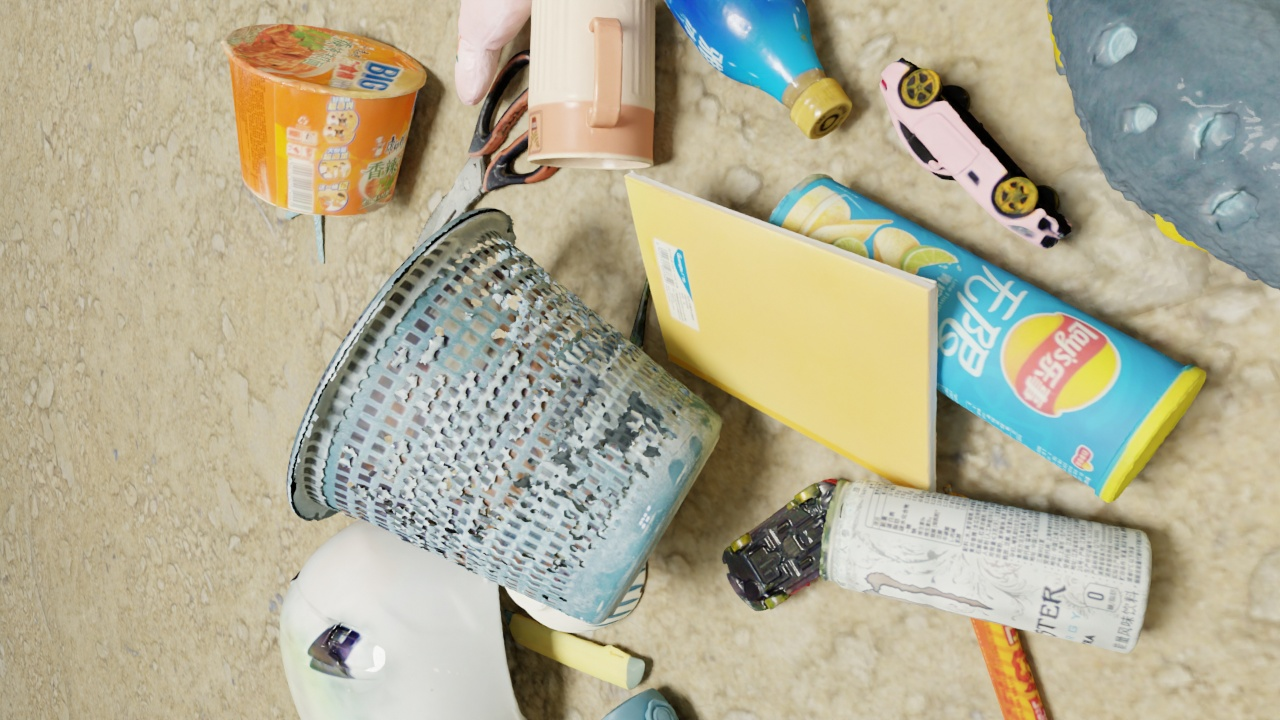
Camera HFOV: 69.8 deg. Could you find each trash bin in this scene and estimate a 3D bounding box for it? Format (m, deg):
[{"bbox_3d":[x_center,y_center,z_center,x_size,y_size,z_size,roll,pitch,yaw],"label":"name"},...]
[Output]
[{"bbox_3d":[-0.067,0.051,0.571,0.195,0.226,0.227,32,119,5],"label":"trash bin"}]

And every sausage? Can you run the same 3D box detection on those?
[{"bbox_3d":[0.191,0.147,0.491,0.022,0.021,0.165,-22,83,40],"label":"sausage"}]

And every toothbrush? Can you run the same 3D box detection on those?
[{"bbox_3d":[-0.004,0.004,0.640,0.017,0.012,0.186,24,112,24],"label":"toothbrush"}]

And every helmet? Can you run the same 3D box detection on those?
[{"bbox_3d":[-0.208,0.237,0.739,0.259,0.145,0.229,10,112,47],"label":"helmet"}]

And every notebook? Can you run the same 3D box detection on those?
[{"bbox_3d":[0.074,-0.017,0.510,0.206,0.010,0.146,29,146,41],"label":"notebook"}]

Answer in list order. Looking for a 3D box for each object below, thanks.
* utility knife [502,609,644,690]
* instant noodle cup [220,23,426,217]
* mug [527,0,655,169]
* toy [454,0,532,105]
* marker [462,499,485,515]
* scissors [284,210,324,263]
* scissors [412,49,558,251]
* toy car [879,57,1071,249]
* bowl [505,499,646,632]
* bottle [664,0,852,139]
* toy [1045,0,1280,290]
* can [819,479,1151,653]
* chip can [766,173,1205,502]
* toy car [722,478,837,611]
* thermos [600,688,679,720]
[{"bbox_3d":[-0.057,0.224,0.716,0.163,0.018,0.031,5,96,38],"label":"utility knife"},{"bbox_3d":[-0.256,-0.191,0.741,0.151,0.151,0.112,37,127,30],"label":"instant noodle cup"},{"bbox_3d":[-0.028,-0.177,0.572,0.114,0.081,0.106,-141,52,-78],"label":"mug"},{"bbox_3d":[-0.097,-0.257,0.636,0.160,0.054,0.121,-56,29,38],"label":"toy"},{"bbox_3d":[-0.180,0.130,0.806,0.124,0.015,0.018,-8,89,42],"label":"marker"},{"bbox_3d":[-0.302,-0.157,0.865,0.136,0.017,0.133,11,108,37],"label":"scissors"},{"bbox_3d":[-0.117,-0.137,0.710,0.194,0.015,0.207,23,111,35],"label":"scissors"},{"bbox_3d":[0.162,-0.101,0.455,0.037,0.056,0.122,-46,68,31],"label":"toy car"},{"bbox_3d":[-0.060,0.147,0.674,0.117,0.066,0.116,7,101,39],"label":"bowl"},{"bbox_3d":[0.047,-0.216,0.529,0.065,0.065,0.218,-46,69,35],"label":"bottle"},{"bbox_3d":[0.261,-0.103,0.358,0.138,0.091,0.356,-46,66,5],"label":"toy"},{"bbox_3d":[0.168,0.099,0.456,0.147,0.058,0.058,8,103,22],"label":"can"},{"bbox_3d":[0.159,-0.019,0.460,0.210,0.071,0.071,38,119,30],"label":"chip can"},{"bbox_3d":[0.094,0.114,0.561,0.107,0.031,0.049,-45,68,34],"label":"toy car"},{"bbox_3d":[0.039,0.334,0.621,0.070,0.070,0.220,-40,71,37],"label":"thermos"}]
